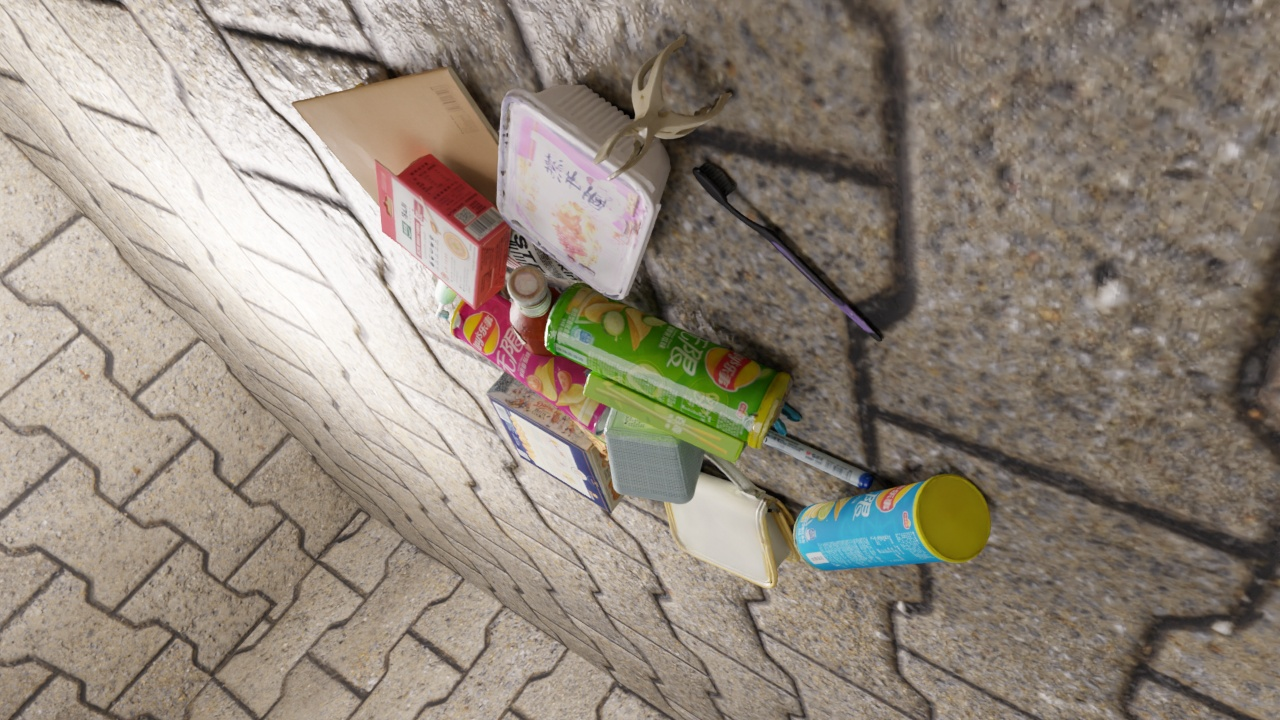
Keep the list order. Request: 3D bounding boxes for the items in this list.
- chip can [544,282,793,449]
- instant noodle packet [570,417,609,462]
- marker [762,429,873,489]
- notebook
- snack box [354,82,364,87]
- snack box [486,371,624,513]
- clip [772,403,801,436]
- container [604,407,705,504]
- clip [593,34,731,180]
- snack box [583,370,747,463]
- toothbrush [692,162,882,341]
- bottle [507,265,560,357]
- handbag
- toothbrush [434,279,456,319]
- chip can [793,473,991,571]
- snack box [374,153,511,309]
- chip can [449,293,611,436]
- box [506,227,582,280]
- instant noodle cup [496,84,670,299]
[{"bbox_3d":[0.021,0.001,0.815,0.221,0.072,0.073,24,153,13],"label":"chip can"},{"bbox_3d":[-0.033,0.081,1.102,0.111,0.044,0.128,4,139,46],"label":"instant noodle packet"},{"bbox_3d":[0.153,0.087,0.876,0.146,0.016,0.017,24,152,30],"label":"marker"},{"bbox_3d":[-0.205,-0.190,0.837,0.212,0.012,0.149,2,143,36],"label":"notebook"},{"bbox_3d":[-0.235,-0.199,0.909,0.087,0.033,0.141,29,153,22],"label":"snack box"},{"bbox_3d":[-0.113,0.116,1.273,0.182,0.045,0.178,27,153,26],"label":"snack box"},{"bbox_3d":[0.121,0.042,0.842,0.057,0.049,0.015,43,158,4],"label":"clip"},{"bbox_3d":[0.014,0.079,0.953,0.090,0.090,0.112,7,144,15],"label":"container"},{"bbox_3d":[0.020,-0.148,0.574,0.094,0.102,0.035,22,163,-27],"label":"clip"},{"bbox_3d":[0.032,0.040,0.865,0.156,0.085,0.026,24,114,12],"label":"snack box"},{"bbox_3d":[0.109,-0.077,0.661,0.189,0.016,0.014,41,168,-11],"label":"toothbrush"},{"bbox_3d":[-0.100,-0.048,0.891,0.060,0.059,0.206,37,171,6],"label":"bottle"},{"bbox_3d":[0.096,0.159,1.051,0.163,0.063,0.179,14,131,44],"label":"handbag"},{"bbox_3d":[-0.231,-0.089,1.105,0.027,0.026,0.225,20,159,-12],"label":"toothbrush"},{"bbox_3d":[0.219,0.152,0.831,0.071,0.071,0.211,41,157,-5],"label":"chip can"},{"bbox_3d":[-0.182,-0.125,0.850,0.127,0.044,0.113,40,152,9],"label":"snack box"},{"bbox_3d":[-0.111,-0.002,1.025,0.210,0.071,0.071,34,156,15],"label":"chip can"},{"bbox_3d":[-0.097,-0.106,0.848,0.164,0.059,0.071,11,165,45],"label":"box"},{"bbox_3d":[-0.041,-0.136,0.709,0.138,0.060,0.174,37,155,6],"label":"instant noodle cup"}]
